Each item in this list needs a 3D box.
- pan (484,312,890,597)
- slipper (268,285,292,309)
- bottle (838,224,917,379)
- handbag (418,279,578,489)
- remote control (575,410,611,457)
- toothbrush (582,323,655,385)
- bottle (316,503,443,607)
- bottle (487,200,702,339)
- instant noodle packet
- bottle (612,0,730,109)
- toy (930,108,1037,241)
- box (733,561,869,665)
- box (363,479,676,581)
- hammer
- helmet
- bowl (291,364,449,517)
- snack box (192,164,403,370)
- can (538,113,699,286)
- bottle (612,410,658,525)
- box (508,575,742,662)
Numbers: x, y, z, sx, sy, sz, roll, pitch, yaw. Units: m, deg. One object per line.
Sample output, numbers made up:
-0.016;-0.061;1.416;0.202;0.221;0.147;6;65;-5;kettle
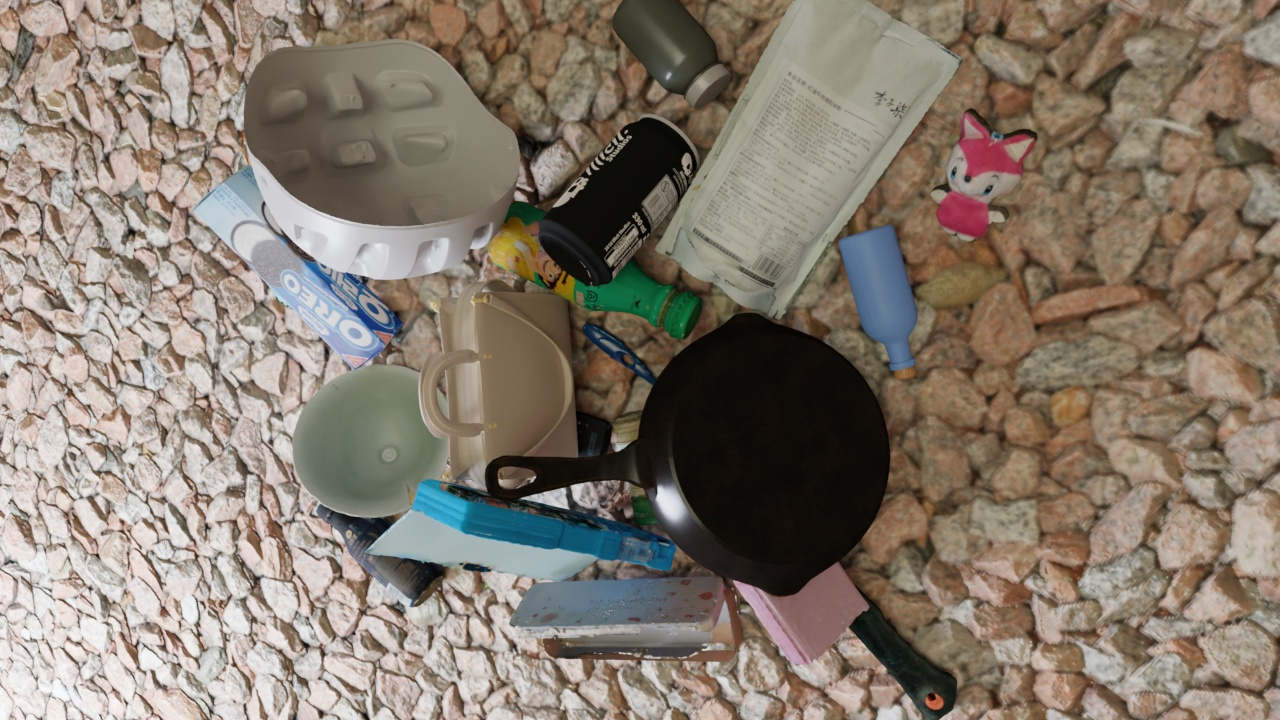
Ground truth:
0.051;0.080;0.765;0.355;0.043;0.248;-5;80;-13;pan
-0.367;-0.184;0.977;0.116;0.069;0.276;18;107;20;slipper
0.211;-0.048;0.789;0.048;0.048;0.131;-15;95;23;bottle
-0.139;0.023;0.843;0.101;0.197;0.194;-5;89;25;handbag
-0.096;0.064;0.945;0.140;0.021;0.045;16;98;22;remote control
-0.005;0.005;0.902;0.132;0.016;0.021;39;111;13;toothbrush
-0.294;0.208;1.030;0.161;0.056;0.056;39;111;10;bottle
-0.042;-0.082;0.869;0.210;0.068;0.068;26;108;15;bottle
0.136;-0.177;0.794;0.147;0.057;0.270;30;107;-6;instant noodle packet
0.028;-0.276;0.809;0.060;0.060;0.108;-42;84;23;bottle
0.276;-0.147;0.747;0.065;0.050;0.102;20;112;12;toy
0.094;0.160;0.843;0.232;0.099;0.099;53;150;1;box
-0.108;0.161;0.863;0.175;0.243;0.063;-20;60;42;box
0.172;0.202;0.864;0.333;0.033;0.133;47;111;6;hammer
-0.228;-0.175;0.831;0.282;0.223;0.184;37;141;45;helmet
-0.281;0.095;0.992;0.174;0.068;0.174;0;65;1;bowl
-0.349;-0.094;0.948;0.059;0.059;0.226;-31;112;23;snack box
-0.018;-0.141;0.809;0.080;0.080;0.145;36;75;11;can
0.002;0.105;0.904;0.043;0.042;0.110;-12;94;23;bottle
-0.011;0.268;0.925;0.217;0.094;0.108;-7;123;22;box
